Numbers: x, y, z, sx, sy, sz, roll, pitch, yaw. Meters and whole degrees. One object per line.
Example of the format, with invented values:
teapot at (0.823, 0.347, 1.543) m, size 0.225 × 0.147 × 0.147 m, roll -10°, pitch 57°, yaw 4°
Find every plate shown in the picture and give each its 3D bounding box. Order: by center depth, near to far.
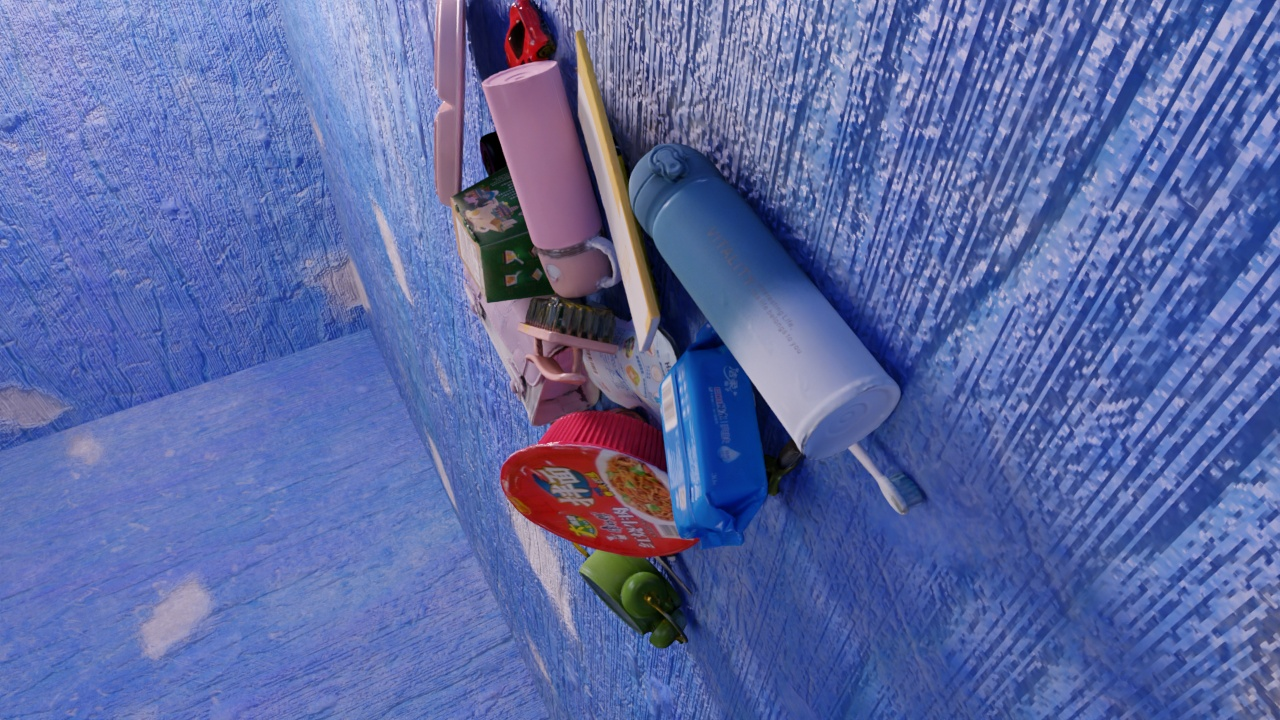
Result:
plate at (-0.192, -0.266, 0.926) m, size 0.229 × 0.028 × 0.229 m, roll -179°, pitch 91°, yaw -80°

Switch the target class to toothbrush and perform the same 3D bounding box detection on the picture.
toothbrush at (0.096, 0.007, 0.571) m, size 0.224 × 0.027 × 0.026 m, roll 56°, pitch 164°, yaw 33°

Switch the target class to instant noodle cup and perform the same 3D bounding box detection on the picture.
instant noodle cup at (-0.028, 0.108, 0.842) m, size 0.194 × 0.194 × 0.065 m, roll 97°, pitch -171°, yaw -53°

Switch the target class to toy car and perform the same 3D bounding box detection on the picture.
toy car at (-0.101, -0.269, 0.809) m, size 0.049 × 0.031 × 0.106 m, roll 66°, pitch 163°, yaw 11°

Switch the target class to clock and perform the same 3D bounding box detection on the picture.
clock at (-0.004, 0.254, 1.004) m, size 0.161 × 0.056 × 0.116 m, roll 27°, pitch 155°, yaw 46°

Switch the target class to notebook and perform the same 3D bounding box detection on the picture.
notebook at (-0.018, -0.115, 0.677) m, size 0.146 × 0.010 × 0.206 m, roll 111°, pitch 145°, yaw -82°

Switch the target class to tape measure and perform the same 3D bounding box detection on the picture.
tape measure at (-0.144, -0.214, 0.967) m, size 0.058 × 0.039 × 0.057 m, roll -152°, pitch 44°, yaw -69°

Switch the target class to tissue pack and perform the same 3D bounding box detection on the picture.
tissue pack at (0.052, 0.059, 0.664) m, size 0.095 × 0.052 × 0.157 m, roll 128°, pitch 138°, yaw -69°

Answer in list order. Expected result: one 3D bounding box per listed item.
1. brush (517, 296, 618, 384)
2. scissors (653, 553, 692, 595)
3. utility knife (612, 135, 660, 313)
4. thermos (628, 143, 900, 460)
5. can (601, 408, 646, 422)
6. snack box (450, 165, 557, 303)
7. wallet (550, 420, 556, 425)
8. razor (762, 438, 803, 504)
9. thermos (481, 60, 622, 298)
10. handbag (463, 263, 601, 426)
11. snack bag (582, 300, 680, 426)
brush at (-0.075, -0.020, 0.838) m, size 0.146 × 0.063 × 0.073 m, roll -165°, pitch 86°, yaw -66°
scissors at (-0.025, 0.168, 0.981) m, size 0.222 × 0.015 × 0.189 m, roll 48°, pitch 162°, yaw 6°
utility knife at (-0.005, -0.106, 0.741) m, size 0.033 × 0.015 × 0.154 m, roll -114°, pitch 8°, yaw -72°
thermos at (0.063, -0.045, 0.547) m, size 0.220 × 0.070 × 0.070 m, roll 57°, pitch 158°, yaw 30°
can at (-0.038, 0.081, 0.959) m, size 0.058 × 0.057 × 0.147 m, roll 69°, pitch 161°, yaw -1°
snack box at (-0.123, -0.122, 0.905) m, size 0.118 × 0.105 × 0.118 m, roll 57°, pitch 158°, yaw 32°
wallet at (-0.080, 0.089, 1.101) m, size 0.124 × 0.032 × 0.101 m, roll 63°, pitch 163°, yaw -18°
razor at (0.100, 0.066, 0.631) m, size 0.143 × 0.022 × 0.042 m, roll 113°, pitch 154°, yaw -63°
thermos at (-0.068, -0.150, 0.789) m, size 0.087 × 0.067 × 0.199 m, roll 11°, pitch 127°, yaw 43°
handbag at (-0.121, -0.046, 1.005) m, size 0.197 × 0.098 × 0.145 m, roll 57°, pitch 152°, yaw 29°
snack bag at (-0.005, 0.005, 0.824) m, size 0.191 × 0.038 × 0.110 m, roll 20°, pitch 122°, yaw 64°
